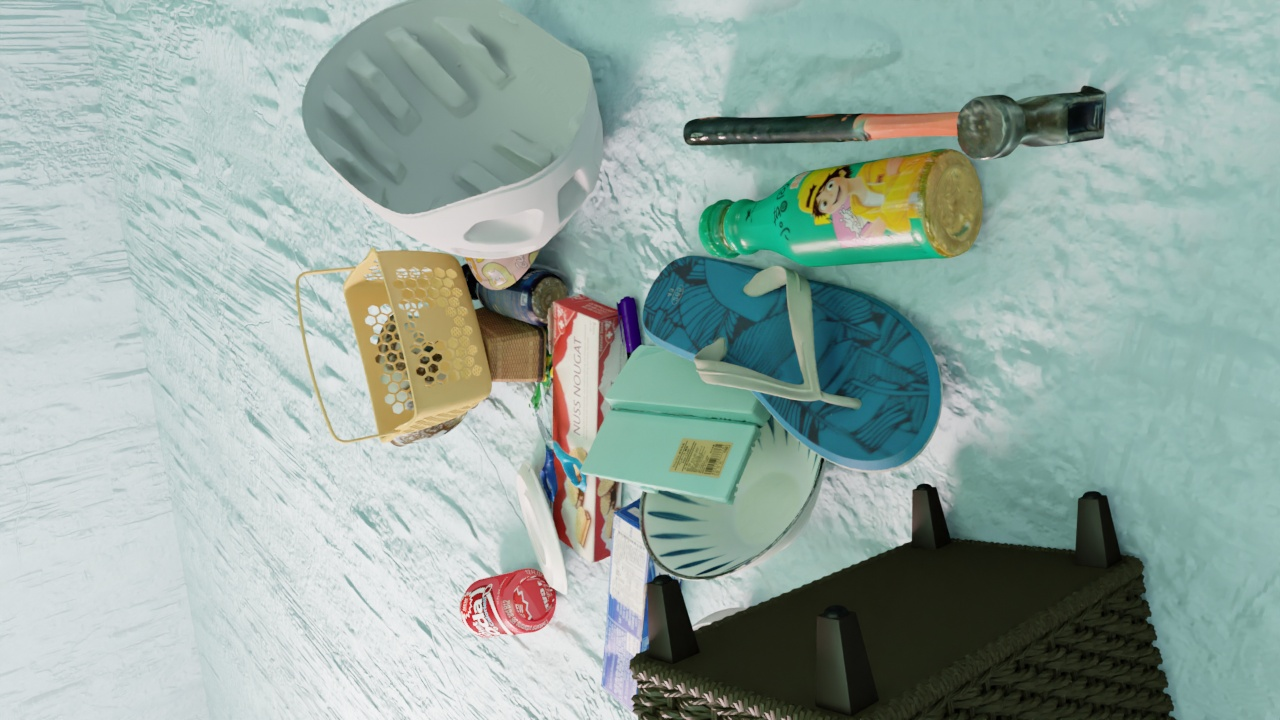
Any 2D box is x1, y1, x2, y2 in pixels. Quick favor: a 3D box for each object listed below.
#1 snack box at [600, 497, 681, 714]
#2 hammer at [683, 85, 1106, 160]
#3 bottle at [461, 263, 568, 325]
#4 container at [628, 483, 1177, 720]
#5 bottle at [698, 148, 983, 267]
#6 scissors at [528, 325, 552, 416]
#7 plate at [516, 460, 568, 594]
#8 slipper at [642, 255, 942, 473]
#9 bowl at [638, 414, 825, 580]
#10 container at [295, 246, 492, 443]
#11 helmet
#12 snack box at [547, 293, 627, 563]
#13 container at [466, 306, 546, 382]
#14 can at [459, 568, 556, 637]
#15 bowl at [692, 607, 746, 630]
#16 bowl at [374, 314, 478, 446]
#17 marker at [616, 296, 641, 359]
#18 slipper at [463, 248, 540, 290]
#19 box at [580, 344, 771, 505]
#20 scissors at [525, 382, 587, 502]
[{"bbox_3d":[0.002,0.247,0.925,0.059,0.059,0.227,27,123,39],"label":"snack box"},{"bbox_3d":[0.134,-0.151,0.592,0.333,0.132,0.033,19,119,55],"label":"hammer"},{"bbox_3d":[-0.142,-0.076,0.980,0.161,0.056,0.056,16,115,47],"label":"bottle"},{"bbox_3d":[0.156,0.200,0.528,0.177,0.320,0.205,-6,92,51],"label":"container"},{"bbox_3d":[0.127,-0.099,0.641,0.210,0.068,0.068,2,105,50],"label":"bottle"},{"bbox_3d":[-0.097,0.021,0.999,0.070,0.014,0.131,47,134,30],"label":"scissors"},{"bbox_3d":[-0.112,0.188,1.028,0.157,0.014,0.157,163,90,-74],"label":"plate"},{"bbox_3d":[0.094,-0.020,0.682,0.295,0.060,0.118,30,86,45],"label":"slipper"},{"bbox_3d":[0.088,0.107,0.736,0.178,0.177,0.071,1,147,50],"label":"bowl"},{"bbox_3d":[-0.260,-0.016,0.952,0.129,0.166,0.183,-29,74,56],"label":"container"},{"bbox_3d":[-0.169,-0.212,0.826,0.282,0.223,0.184,33,158,7],"label":"helmet"},{"bbox_3d":[-0.056,0.074,0.942,0.077,0.044,0.273,25,122,43],"label":"snack box"},{"bbox_3d":[-0.156,-0.018,1.004,0.114,0.061,0.063,32,124,49],"label":"container"},{"bbox_3d":[-0.165,0.300,1.129,0.143,0.074,0.074,-27,82,51],"label":"can"},{"bbox_3d":[0.102,0.280,0.811,0.132,0.064,0.132,21,119,45],"label":"bowl"},{"bbox_3d":[-0.242,0.022,1.089,0.094,0.159,0.160,0,107,8],"label":"bowl"},{"bbox_3d":[-0.005,0.005,0.876,0.015,0.018,0.134,-130,31,-77],"label":"marker"},{"bbox_3d":[-0.172,-0.160,0.945,0.093,0.081,0.197,-42,53,11],"label":"slipper"},{"bbox_3d":[0.032,0.048,0.775,0.187,0.136,0.033,0,143,49],"label":"box"},{"bbox_3d":[-0.099,0.089,0.954,0.133,0.015,0.104,59,140,17],"label":"scissors"}]
